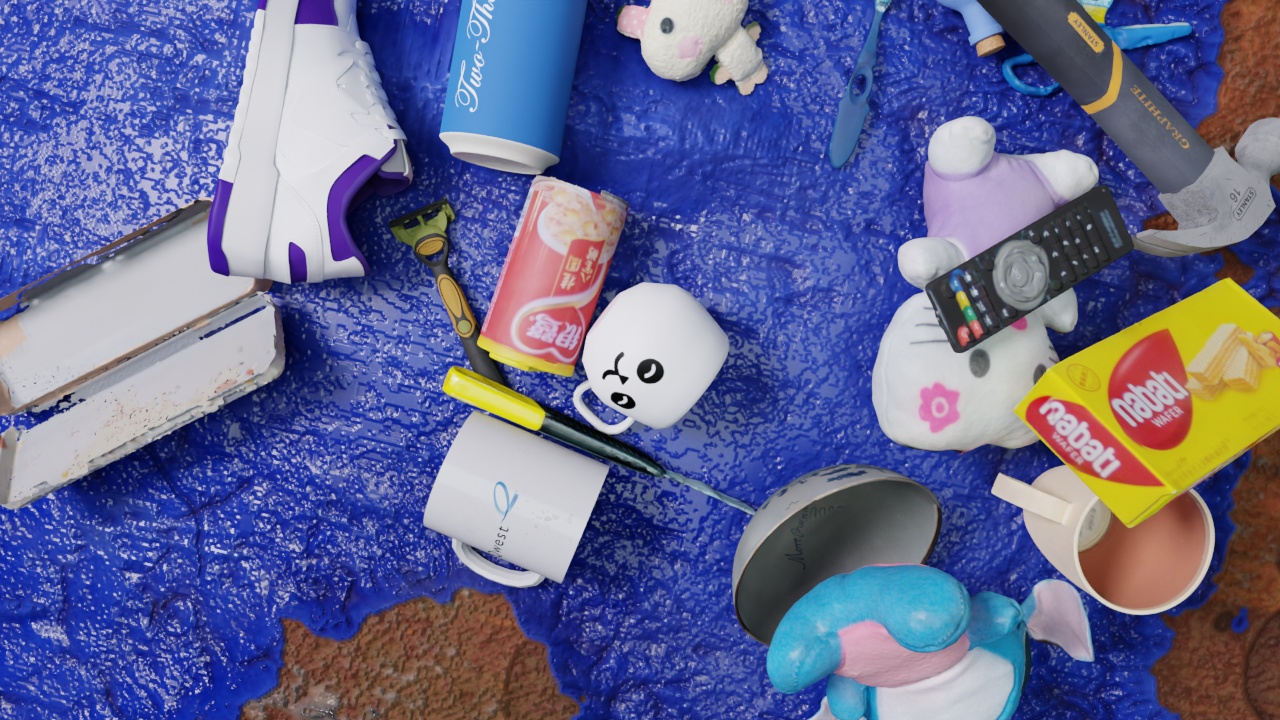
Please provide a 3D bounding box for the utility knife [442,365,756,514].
[{"bbox_3d":[-0.024,0.059,0.624,0.233,0.028,0.020,24,99,-5],"label":"utility knife"}]

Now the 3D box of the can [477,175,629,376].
[{"bbox_3d":[-0.058,-0.055,0.608,0.067,0.066,0.124,19,93,1],"label":"can"}]

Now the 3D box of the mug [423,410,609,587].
[{"bbox_3d":[-0.087,0.104,0.617,0.096,0.082,0.120,23,121,0],"label":"mug"}]

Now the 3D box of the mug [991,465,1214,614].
[{"bbox_3d":[0.282,0.100,0.588,0.111,0.104,0.085,21,93,1],"label":"mug"}]

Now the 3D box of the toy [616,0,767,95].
[{"bbox_3d":[0.038,-0.225,0.610,0.112,0.050,0.087,37,93,5],"label":"toy"}]

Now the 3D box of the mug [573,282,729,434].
[{"bbox_3d":[-0.004,0.004,0.607,0.076,0.090,0.124,38,125,-8],"label":"mug"}]

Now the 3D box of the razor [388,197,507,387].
[{"bbox_3d":[-0.126,-0.038,0.636,0.044,0.021,0.144,-23,94,2],"label":"razor"}]

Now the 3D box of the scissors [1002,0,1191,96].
[{"bbox_3d":[0.306,-0.219,0.619,0.125,0.014,0.130,-7,95,3],"label":"scissors"}]

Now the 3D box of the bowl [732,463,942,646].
[{"bbox_3d":[0.119,0.117,0.603,0.150,0.056,0.151,-12,127,-17],"label":"bowl"}]

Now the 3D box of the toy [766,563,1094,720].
[{"bbox_3d":[0.161,0.190,0.576,0.224,0.098,0.191,-35,135,23],"label":"toy"}]

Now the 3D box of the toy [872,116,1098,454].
[{"bbox_3d":[0.213,-0.042,0.590,0.137,0.086,0.209,12,86,-20],"label":"toy"}]

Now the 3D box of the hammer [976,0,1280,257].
[{"bbox_3d":[0.278,-0.192,0.570,0.312,0.035,0.139,43,75,-8],"label":"hammer"}]

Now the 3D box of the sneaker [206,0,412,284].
[{"bbox_3d":[-0.198,-0.163,0.598,0.111,0.092,0.244,13,82,-20],"label":"sneaker"}]

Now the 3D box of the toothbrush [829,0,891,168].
[{"bbox_3d":[0.151,-0.195,0.621,0.021,0.016,0.132,15,92,3],"label":"toothbrush"}]

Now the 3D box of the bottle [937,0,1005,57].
[{"bbox_3d":[0.209,-0.264,0.600,0.048,0.048,0.131,-20,92,2],"label":"bottle"}]

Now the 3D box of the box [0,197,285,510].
[{"bbox_3d":[-0.351,-0.006,0.622,0.216,0.071,0.156,-26,64,2],"label":"box"}]

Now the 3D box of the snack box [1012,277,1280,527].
[{"bbox_3d":[0.325,0.019,0.550,0.200,0.042,0.092,-20,59,-28],"label":"snack box"}]

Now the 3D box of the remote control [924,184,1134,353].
[{"bbox_3d":[0.230,-0.055,0.544,0.140,0.021,0.045,-29,95,-16],"label":"remote control"}]

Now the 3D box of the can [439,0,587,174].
[{"bbox_3d":[-0.080,-0.200,0.596,0.079,0.079,0.146,10,93,1],"label":"can"}]
